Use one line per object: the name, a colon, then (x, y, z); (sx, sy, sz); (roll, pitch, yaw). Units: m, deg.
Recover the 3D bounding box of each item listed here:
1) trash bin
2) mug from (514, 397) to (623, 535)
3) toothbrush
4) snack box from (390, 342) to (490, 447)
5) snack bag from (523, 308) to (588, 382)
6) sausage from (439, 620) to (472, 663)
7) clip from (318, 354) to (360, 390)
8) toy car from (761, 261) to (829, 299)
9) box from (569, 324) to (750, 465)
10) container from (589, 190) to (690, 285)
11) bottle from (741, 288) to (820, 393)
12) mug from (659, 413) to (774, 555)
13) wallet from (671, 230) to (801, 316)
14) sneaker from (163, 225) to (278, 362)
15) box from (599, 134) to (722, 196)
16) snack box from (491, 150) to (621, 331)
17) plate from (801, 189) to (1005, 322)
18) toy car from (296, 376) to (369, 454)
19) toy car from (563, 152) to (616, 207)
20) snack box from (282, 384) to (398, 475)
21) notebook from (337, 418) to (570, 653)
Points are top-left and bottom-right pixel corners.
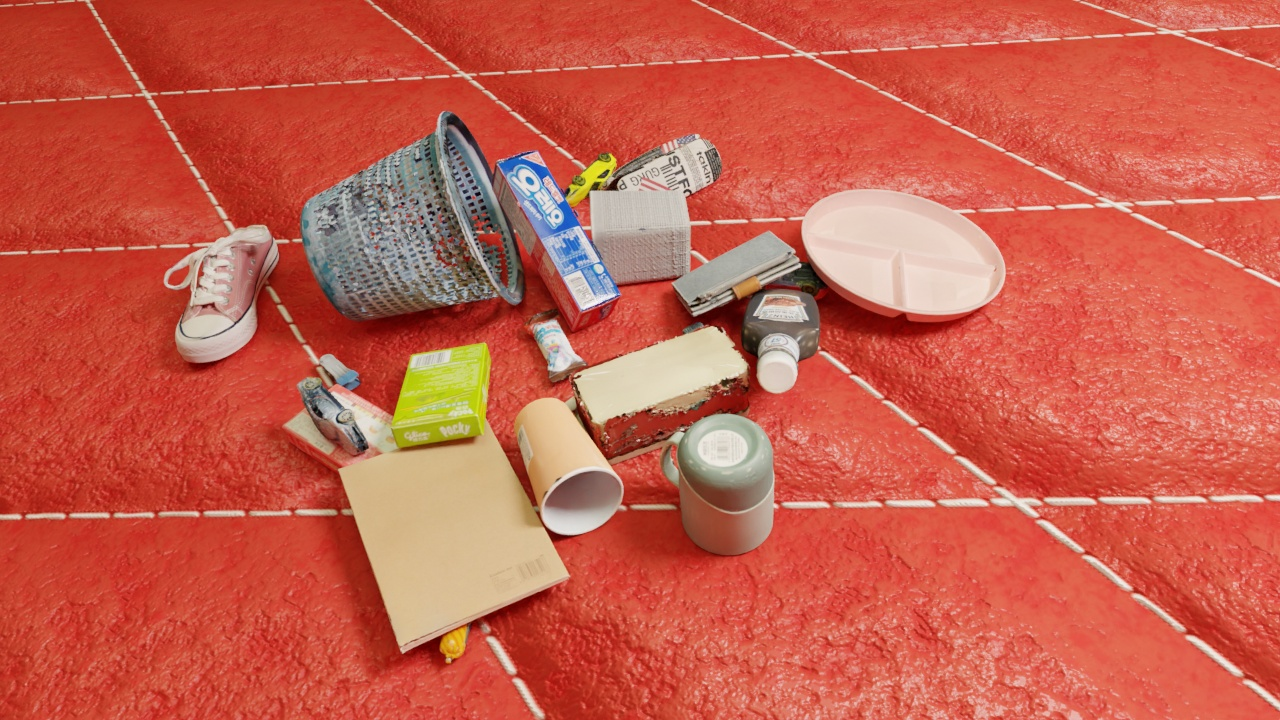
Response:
trash bin: (-0.263, -0.142, 1.045); (0.195, 0.227, 0.226); (-18, 43, 7)
mug: (-0.075, 0.093, 0.860); (0.078, 0.078, 0.122); (-20, 40, -14)
toothbrush: (-0.006, 0.006, 0.977); (0.191, 0.018, 0.016); (-30, 47, -22)
snack box: (-0.201, 0.033, 0.939); (0.086, 0.026, 0.156); (-10, 28, -2)
snack bag: (-0.094, -0.015, 1.005); (0.045, 0.026, 0.105); (-18, 47, -16)
sausage: (-0.148, 0.189, 0.803); (0.021, 0.021, 0.164); (1, 45, 8)
clip: (-0.333, 0.014, 1.012); (0.058, 0.036, 0.025); (35, 59, 30)
toy car: (0.165, -0.093, 1.049); (0.106, 0.031, 0.049); (8, 45, 21)
box: (0.020, 0.028, 0.908); (0.168, 0.078, 0.091); (-19, 45, -12)
container: (-0.001, -0.147, 1.087); (0.114, 0.090, 0.090); (-4, 44, -1)
bottle: (0.140, -0.022, 0.922); (0.080, 0.044, 0.194); (5, 24, 9)
mug: (0.064, 0.101, 0.807); (0.112, 0.106, 0.082); (26, 53, 30)
wallet: (0.106, -0.092, 1.019); (0.130, 0.037, 0.106); (-27, 23, 1)
sneaker: (-0.500, -0.099, 1.098); (0.118, 0.088, 0.240); (-4, 43, 3)
box: (0.025, -0.246, 1.220); (0.162, 0.076, 0.087); (-31, 19, -19)
snack box: (-0.098, -0.138, 1.042); (0.057, 0.058, 0.207); (-25, 76, -23)
plate: (0.294, -0.120, 1.040); (0.229, 0.028, 0.229); (4, 44, -4)
toy car: (-0.304, 0.056, 0.902); (0.031, 0.049, 0.105); (-38, 52, -25)
toy car: (-0.068, -0.236, 1.219); (0.032, 0.048, 0.105); (43, 55, 1)
snack box: (-0.284, 0.081, 0.929); (0.153, 0.025, 0.075); (24, 51, 28)
notebook: (-0.173, 0.145, 0.825); (0.149, 0.012, 0.211); (-20, 46, -18)
